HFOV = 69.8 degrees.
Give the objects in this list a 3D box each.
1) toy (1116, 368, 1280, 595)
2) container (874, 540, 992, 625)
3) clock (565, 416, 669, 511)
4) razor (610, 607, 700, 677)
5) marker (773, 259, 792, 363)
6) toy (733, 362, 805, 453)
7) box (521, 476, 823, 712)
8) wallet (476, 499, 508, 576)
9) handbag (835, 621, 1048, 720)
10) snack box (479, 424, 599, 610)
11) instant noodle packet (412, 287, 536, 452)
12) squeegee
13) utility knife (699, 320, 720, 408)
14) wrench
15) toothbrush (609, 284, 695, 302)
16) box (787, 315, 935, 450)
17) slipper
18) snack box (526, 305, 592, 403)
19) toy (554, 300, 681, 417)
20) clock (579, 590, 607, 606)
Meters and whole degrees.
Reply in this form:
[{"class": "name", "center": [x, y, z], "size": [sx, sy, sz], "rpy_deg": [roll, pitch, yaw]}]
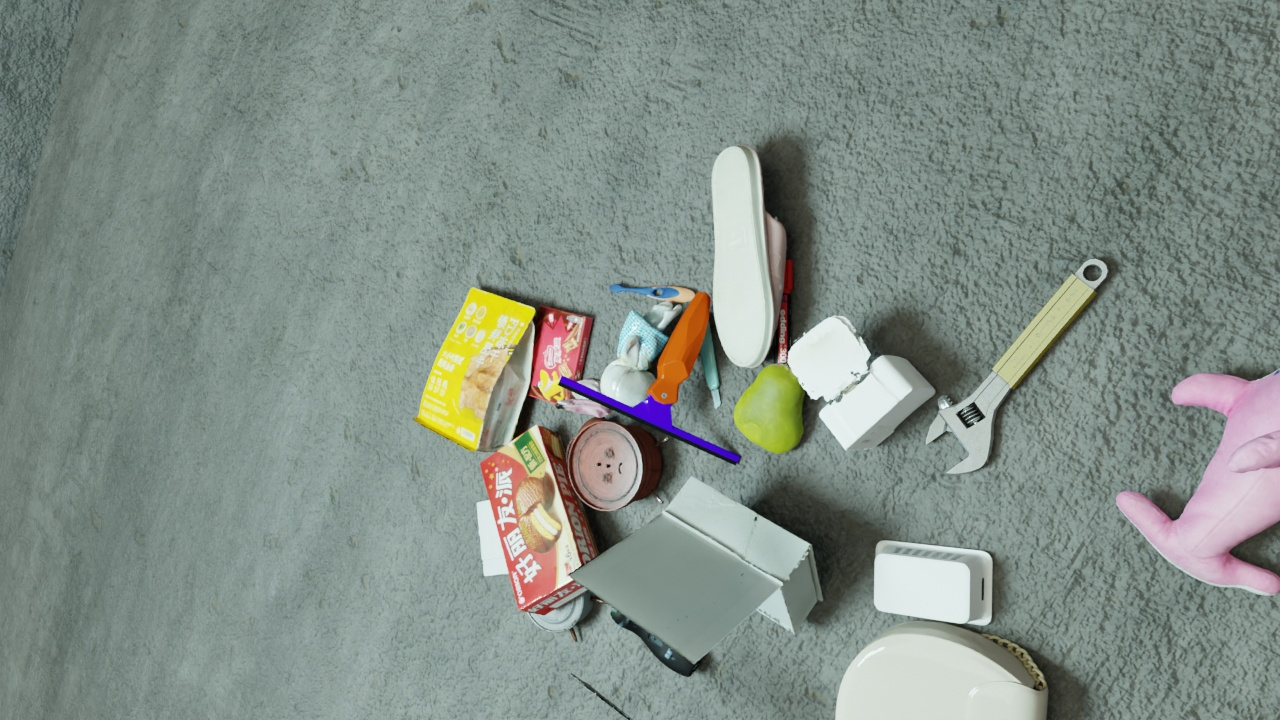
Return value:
[{"class": "toy", "center": [0.559, 0.088, 0.819], "size": [0.187, 0.127, 0.266], "rpy_deg": [37, 112, 25]}, {"class": "container", "center": [0.316, 0.247, 1.013], "size": [0.129, 0.049, 0.080], "rpy_deg": [0, 88, 33]}, {"class": "clock", "center": [-0.042, 0.138, 1.239], "size": [0.158, 0.072, 0.120], "rpy_deg": [6, 91, 32]}, {"class": "razor", "center": [0.017, 0.355, 1.195], "size": [0.140, 0.063, 0.053], "rpy_deg": [38, 109, 30]}, {"class": "marker", "center": [0.177, -0.051, 1.136], "size": [0.024, 0.021, 0.145], "rpy_deg": [-1, 87, 40]}, {"class": "toy", "center": [0.163, 0.056, 1.115], "size": [0.090, 0.051, 0.110], "rpy_deg": [32, 121, 22]}, {"class": "box", "center": [0.066, 0.230, 0.987], "size": [0.167, 0.368, 0.150], "rpy_deg": [26, 104, 32]}, {"class": "wallet", "center": [-0.212, 0.264, 1.369], "size": [0.086, 0.032, 0.116], "rpy_deg": [-19, 78, 33]}, {"class": "handbag", "center": [0.315, 0.393, 0.977], "size": [0.209, 0.103, 0.210], "rpy_deg": [5, 92, 29]}, {"class": "snack box", "center": [-0.139, 0.218, 1.269], "size": [0.113, 0.060, 0.236], "rpy_deg": [-33, 56, 18]}, {"class": "instant noodle packet", "center": [-0.235, 0.011, 1.367], "size": [0.163, 0.084, 0.221], "rpy_deg": [20, 93, 43]}, {"class": "squeegee", "center": [0.047, -0.003, 1.160], "size": [0.249, 0.055, 0.184], "rpy_deg": [25, 77, -7]}, {"class": "utility knife", "center": [0.088, -0.001, 1.196], "size": [0.022, 0.015, 0.129], "rpy_deg": [-15, 81, 36]}, {"class": "wrench", "center": [0.405, 0.007, 0.985], "size": [0.083, 0.018, 0.274], "rpy_deg": [45, 111, 26]}, {"class": "toothbrush", "center": [0.017, -0.093, 1.248], "size": [0.135, 0.017, 0.021], "rpy_deg": [8, 96, 31]}, {"class": "box", "center": [0.236, 0.019, 1.035], "size": [0.109, 0.124, 0.136], "rpy_deg": [-49, 61, 22]}, {"class": "slipper", "center": [0.135, -0.128, 1.133], "size": [0.114, 0.054, 0.274], "rpy_deg": [2, 97, 59]}, {"class": "snack box", "center": [-0.120, -0.006, 1.327], "size": [0.089, 0.021, 0.133], "rpy_deg": [15, 96, 34]}, {"class": "toy", "center": [-0.007, 0.007, 1.227], "size": [0.105, 0.131, 0.205], "rpy_deg": [40, 101, -4]}, {"class": "clock", "center": [-0.123, 0.318, 1.294], "size": [0.148, 0.056, 0.104], "rpy_deg": [44, 109, 25]}]
